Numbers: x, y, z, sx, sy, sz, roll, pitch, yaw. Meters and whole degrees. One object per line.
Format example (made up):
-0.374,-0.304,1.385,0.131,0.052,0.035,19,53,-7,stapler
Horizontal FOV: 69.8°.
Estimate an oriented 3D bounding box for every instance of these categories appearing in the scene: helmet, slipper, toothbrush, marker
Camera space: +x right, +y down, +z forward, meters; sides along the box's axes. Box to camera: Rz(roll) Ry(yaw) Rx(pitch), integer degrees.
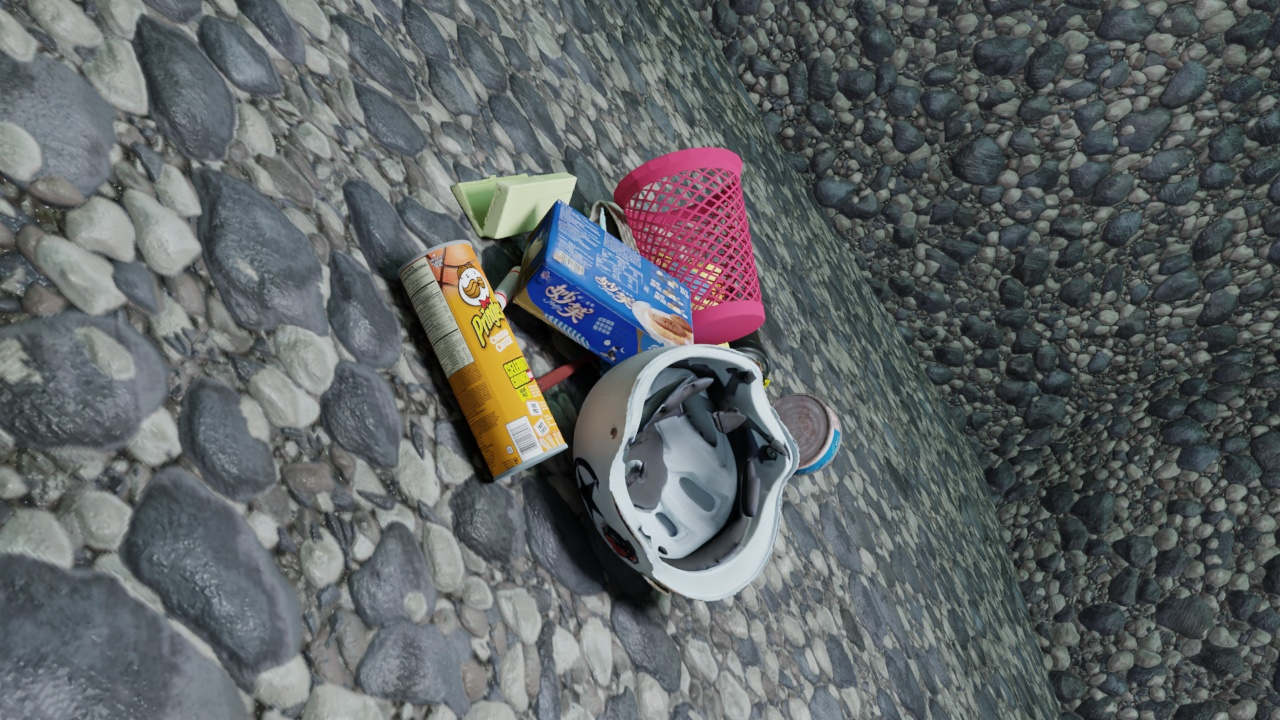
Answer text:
0.031,0.115,0.974,0.235,0.164,0.264,-30,107,-32,helmet
-0.048,-0.166,1.287,0.114,0.054,0.272,66,25,-7,slipper
-0.083,0.011,1.058,0.016,0.016,0.189,59,24,-1,toothbrush
-0.150,-0.073,1.005,0.019,0.019,0.145,54,24,-17,marker

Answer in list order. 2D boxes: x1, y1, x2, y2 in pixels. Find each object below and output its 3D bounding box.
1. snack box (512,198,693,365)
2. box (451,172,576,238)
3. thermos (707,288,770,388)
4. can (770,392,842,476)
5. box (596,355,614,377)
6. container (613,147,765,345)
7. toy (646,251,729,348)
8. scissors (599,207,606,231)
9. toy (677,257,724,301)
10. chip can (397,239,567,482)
-0.038,-0.076,1.061,0.202,0.069,0.154,32,29,-20,snack box
-0.145,-0.189,1.109,0.187,0.091,0.077,-39,131,-68,box
0.156,-0.032,1.513,0.098,0.098,0.220,47,22,-31,thermos
0.261,0.121,1.504,0.044,0.130,0.129,34,36,-48,can
0.040,0.035,1.136,0.231,0.048,0.176,22,40,-36,box
0.078,-0.142,1.246,0.183,0.184,0.225,14,59,-60,container
0.065,-0.059,1.354,0.148,0.084,0.213,11,55,-35,toy
-0.054,-0.131,1.177,0.170,0.013,0.172,23,52,-47,scissors
0.100,-0.134,1.527,0.103,0.046,0.084,31,27,-8,toy
-0.148,0.000,0.856,0.215,0.075,0.075,64,23,5,chip can
